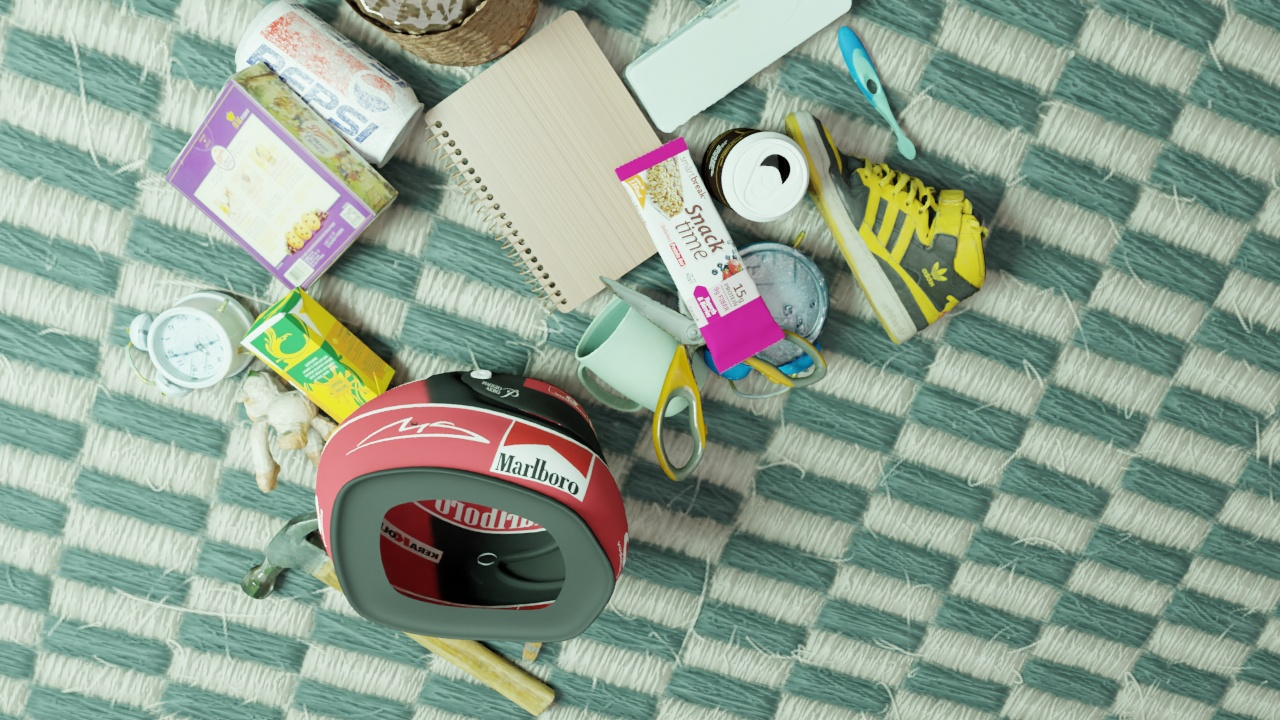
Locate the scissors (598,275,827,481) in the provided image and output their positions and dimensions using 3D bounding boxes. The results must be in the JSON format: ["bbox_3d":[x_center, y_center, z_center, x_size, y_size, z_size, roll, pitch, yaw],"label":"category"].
[{"bbox_3d":[0.065,-0.009,0.805,0.226,0.016,0.225,-3,92,-12],"label":"scissors"}]

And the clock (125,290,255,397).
[{"bbox_3d":[-0.403,-0.013,0.821,0.118,0.057,0.083,-20,107,8],"label":"clock"}]

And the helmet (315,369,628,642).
[{"bbox_3d":[-0.136,0.112,0.789,0.271,0.224,0.198,5,112,6],"label":"helmet"}]

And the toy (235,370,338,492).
[{"bbox_3d":[-0.334,0.056,0.839,0.106,0.085,0.074,53,127,4],"label":"toy"}]

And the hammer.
[{"bbox_3d":[-0.225,0.264,0.930,0.330,0.033,0.132,38,99,-14],"label":"hammer"}]

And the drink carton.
[{"bbox_3d":[-0.284,-0.001,0.822,0.058,0.041,0.122,-29,119,28],"label":"drink carton"}]

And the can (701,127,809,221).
[{"bbox_3d":[0.095,-0.160,0.782,0.072,0.128,0.072,-1,106,-5],"label":"can"}]

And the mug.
[{"bbox_3d":[-0.005,0.005,0.855,0.104,0.083,0.112,41,126,-19],"label":"mug"}]

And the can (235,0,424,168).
[{"bbox_3d":[-0.255,-0.227,0.760,0.136,0.078,0.078,35,100,-13],"label":"can"}]

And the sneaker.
[{"bbox_3d":[0.228,-0.138,0.821,0.122,0.086,0.238,-29,110,10],"label":"sneaker"}]

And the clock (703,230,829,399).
[{"bbox_3d":[0.112,-0.037,0.857,0.117,0.060,0.161,-4,108,-5],"label":"clock"}]

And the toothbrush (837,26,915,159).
[{"bbox_3d":[0.213,-0.241,0.830,0.022,0.017,0.135,-32,104,5],"label":"toothbrush"}]

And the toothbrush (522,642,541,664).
[{"bbox_3d":[-0.082,0.231,0.940,0.015,0.015,0.184,23,101,-4],"label":"toothbrush"}]

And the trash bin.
[{"bbox_3d":[-0.147,-0.300,0.680,0.151,0.210,0.151,-2,106,-5],"label":"trash bin"}]

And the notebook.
[{"bbox_3d":[-0.068,-0.167,0.807,0.169,0.022,0.210,-34,103,5],"label":"notebook"}]

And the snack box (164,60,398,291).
[{"bbox_3d":[-0.300,-0.144,0.761,0.144,0.040,0.148,-31,112,38],"label":"snack box"}]

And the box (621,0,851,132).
[{"bbox_3d":[0.083,-0.276,0.789,0.199,0.070,0.085,-35,87,4],"label":"box"}]

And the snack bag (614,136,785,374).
[{"bbox_3d":[0.052,-0.091,0.789,0.070,0.016,0.196,-28,93,-14],"label":"snack bag"}]
